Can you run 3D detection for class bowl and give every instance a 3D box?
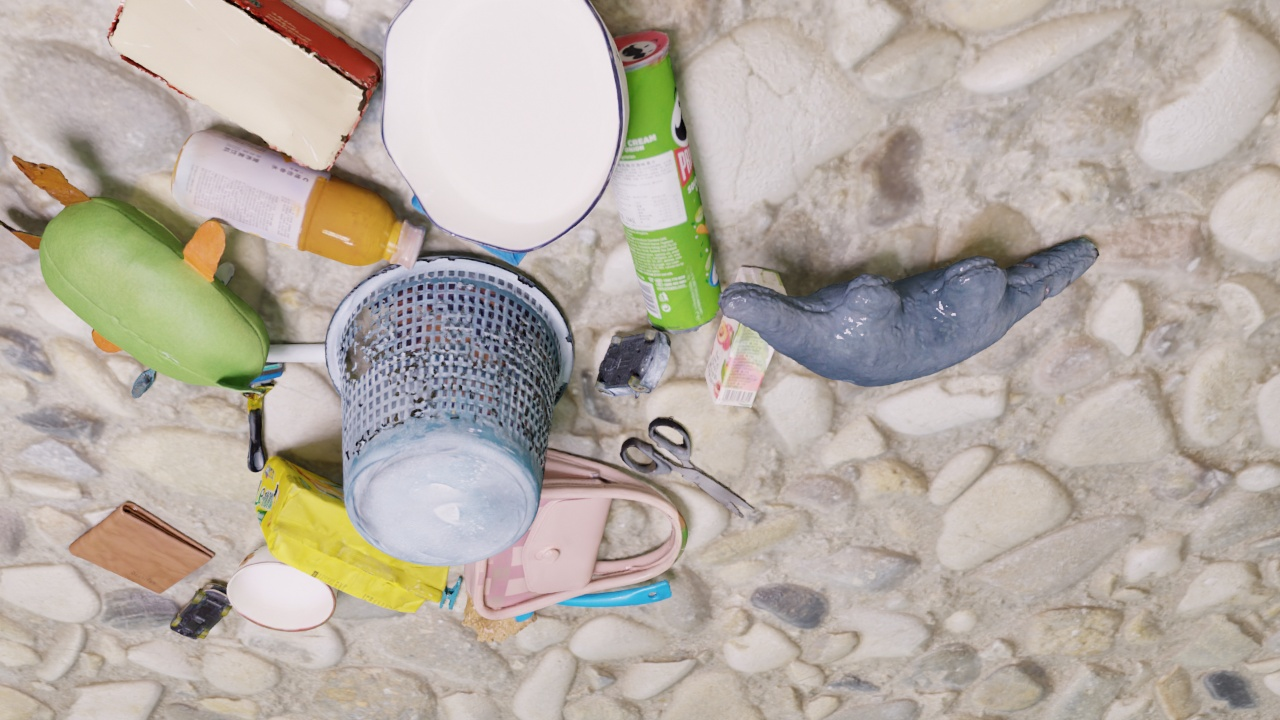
[{"bbox_3d":[-0.385,0.238,1.005,0.113,0.062,0.114,-1,126,-2],"label":"bowl"}]

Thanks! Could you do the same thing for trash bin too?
[{"bbox_3d":[-0.165,0.055,0.781,0.226,0.194,0.227,-4,129,-5],"label":"trash bin"}]

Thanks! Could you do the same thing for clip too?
[{"bbox_3d":[-0.222,0.269,1.064,0.041,0.014,0.056,9,127,-8],"label":"clip"}]

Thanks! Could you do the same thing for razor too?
[{"bbox_3d":[-0.374,0.056,0.894,0.042,0.022,0.143,-12,136,-34],"label":"razor"}]

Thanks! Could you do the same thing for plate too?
[{"bbox_3d":[-0.096,-0.181,0.657,0.205,0.045,0.205,9,110,25],"label":"plate"}]

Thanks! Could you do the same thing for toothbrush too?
[{"bbox_3d":[-0.419,-0.024,0.834,0.016,0.018,0.192,35,118,-25],"label":"toothbrush"}]

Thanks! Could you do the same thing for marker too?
[{"bbox_3d":[-0.340,-0.008,0.849,0.131,0.018,0.023,0,146,-1],"label":"marker"}]

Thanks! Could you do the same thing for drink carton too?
[{"bbox_3d":[0.098,-0.019,0.834,0.045,0.053,0.123,7,126,-12],"label":"drink carton"}]

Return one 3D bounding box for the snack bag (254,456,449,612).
[{"bbox_3d":[-0.281,0.160,0.861,0.158,0.247,0.068,32,79,-23],"label":"snack bag"}]

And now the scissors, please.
[{"bbox_3d":[0.049,0.123,0.968,0.145,0.014,0.173,-8,129,2],"label":"scissors"}]

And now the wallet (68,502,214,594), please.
[{"bbox_3d":[-0.545,0.209,1.006,0.101,0.020,0.115,-33,124,22],"label":"wallet"}]

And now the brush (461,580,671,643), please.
[{"bbox_3d":[-0.090,0.278,1.049,0.255,0.045,0.083,-10,123,12],"label":"brush"}]

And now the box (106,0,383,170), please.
[{"bbox_3d":[-0.281,-0.214,0.659,0.168,0.079,0.091,30,120,-22],"label":"box"}]

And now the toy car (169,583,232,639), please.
[{"bbox_3d":[-0.501,0.285,1.052,0.042,0.035,0.091,35,118,-26],"label":"toy car"}]

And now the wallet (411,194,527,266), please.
[{"bbox_3d":[-0.111,-0.151,0.740,0.106,0.040,0.133,30,121,-17],"label":"wallet"}]

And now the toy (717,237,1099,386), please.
[{"bbox_3d":[0.228,-0.039,0.787,0.356,0.091,0.138,-10,141,-14],"label":"toy"}]

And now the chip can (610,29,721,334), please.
[{"bbox_3d":[0.012,-0.134,0.733,0.072,0.072,0.236,-12,126,7],"label":"chip can"}]

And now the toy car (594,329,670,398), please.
[{"bbox_3d":[-0.005,0.005,0.816,0.036,0.054,0.121,24,166,-20],"label":"toy car"}]

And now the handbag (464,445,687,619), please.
[{"bbox_3d":[-0.065,0.185,0.973,0.234,0.093,0.194,4,128,-14],"label":"handbag"}]

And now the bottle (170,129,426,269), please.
[{"bbox_3d":[-0.268,-0.122,0.735,0.189,0.067,0.068,19,124,-16],"label":"bottle"}]

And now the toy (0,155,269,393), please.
[{"bbox_3d":[-0.409,-0.060,0.756,0.228,0.089,0.246,-25,119,38],"label":"toy"}]
